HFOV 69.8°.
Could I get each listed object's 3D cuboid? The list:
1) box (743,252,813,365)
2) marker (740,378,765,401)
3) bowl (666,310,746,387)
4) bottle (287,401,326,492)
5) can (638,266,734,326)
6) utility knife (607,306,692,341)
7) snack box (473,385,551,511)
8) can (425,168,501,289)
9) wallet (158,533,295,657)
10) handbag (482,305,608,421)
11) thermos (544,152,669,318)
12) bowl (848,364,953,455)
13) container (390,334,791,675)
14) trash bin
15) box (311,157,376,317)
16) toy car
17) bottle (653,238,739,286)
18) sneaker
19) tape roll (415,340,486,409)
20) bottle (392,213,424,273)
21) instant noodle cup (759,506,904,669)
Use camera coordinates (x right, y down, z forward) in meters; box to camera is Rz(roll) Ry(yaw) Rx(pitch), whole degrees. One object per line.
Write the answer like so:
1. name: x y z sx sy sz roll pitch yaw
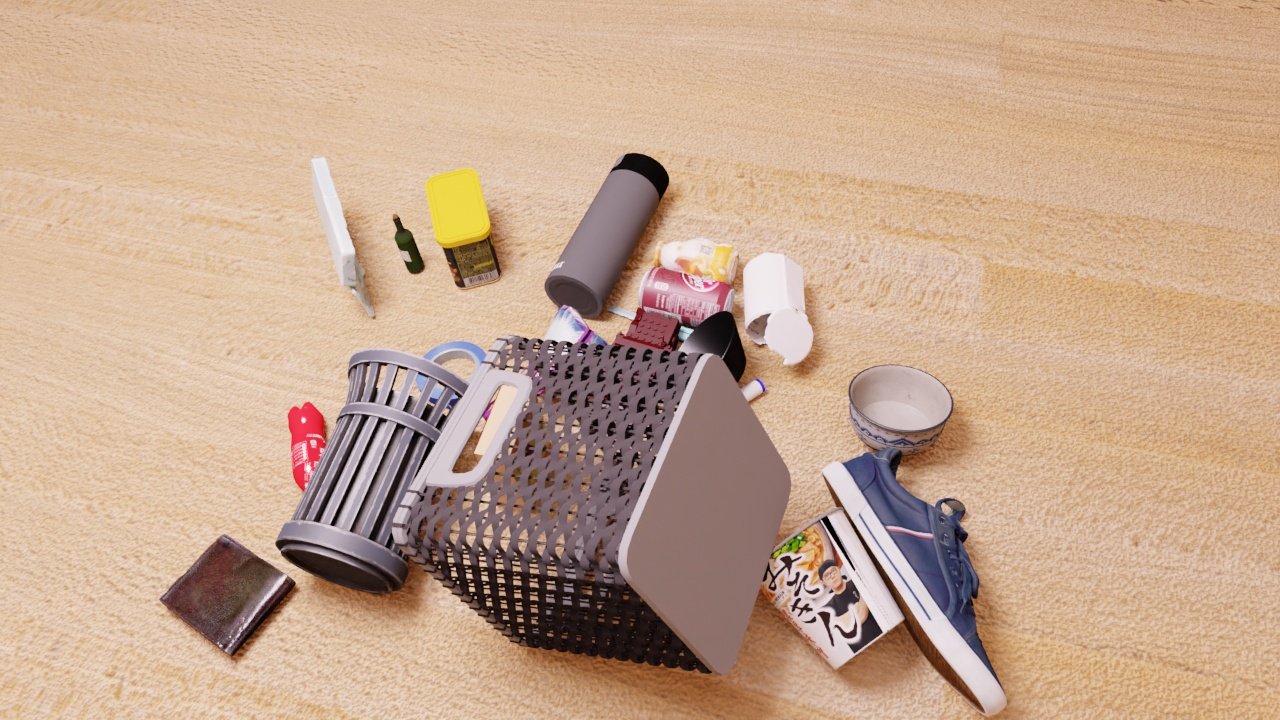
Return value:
1. box: 0.170 -0.059 1.141 0.092 0.081 0.160 -26 46 39
2. marker: 0.088 0.064 1.104 0.141 0.020 0.020 -31 58 -16
3. bowl: 0.090 0.006 1.109 0.052 0.124 0.123 34 56 -21
4. bottle: -0.396 0.114 1.098 0.042 0.042 0.141 -16 55 -6
5. can: 0.059 -0.079 1.180 0.114 0.063 0.063 14 58 15
6. utility knife: 0.032 -0.041 1.189 0.168 0.015 0.022 20 58 21
7. snack box: -0.141 0.101 1.032 0.040 0.126 0.088 10 57 12
8. can: -0.239 -0.178 1.252 0.072 0.101 0.130 -15 55 -6
9. wallet: -0.455 0.257 1.014 0.120 0.031 0.099 24 58 23
10. handbag: -0.124 0.017 1.112 0.170 0.144 0.068 -46 104 -5
11. thermos: -0.042 -0.174 1.243 0.082 0.082 0.239 16 58 16
12. bowl: 0.294 0.063 1.054 0.115 0.059 0.115 -1 39 1
13. container: -0.029 0.137 0.877 0.244 0.245 0.246 1 51 35
14. trash bin: -0.288 0.126 1.012 0.164 0.164 0.226 10 60 12
15. box: -0.405 -0.165 1.235 0.043 0.136 0.197 -17 55 -14
16. toy car: -0.007 0.006 1.122 0.070 0.062 0.169 17 63 16
17. bottle: 0.073 -0.131 1.215 0.109 0.063 0.063 13 57 13
18. sneaker: 0.306 0.208 0.935 0.127 0.121 0.294 -26 53 2
19. tape roll: -0.238 0.016 1.167 0.091 0.016 0.092 28 62 22
20. bottle: -0.318 -0.160 1.243 0.025 0.106 0.025 -2 55 3
21. instant noodle cup: 0.192 0.234 0.924 0.123 0.124 0.121 -30 67 -15
